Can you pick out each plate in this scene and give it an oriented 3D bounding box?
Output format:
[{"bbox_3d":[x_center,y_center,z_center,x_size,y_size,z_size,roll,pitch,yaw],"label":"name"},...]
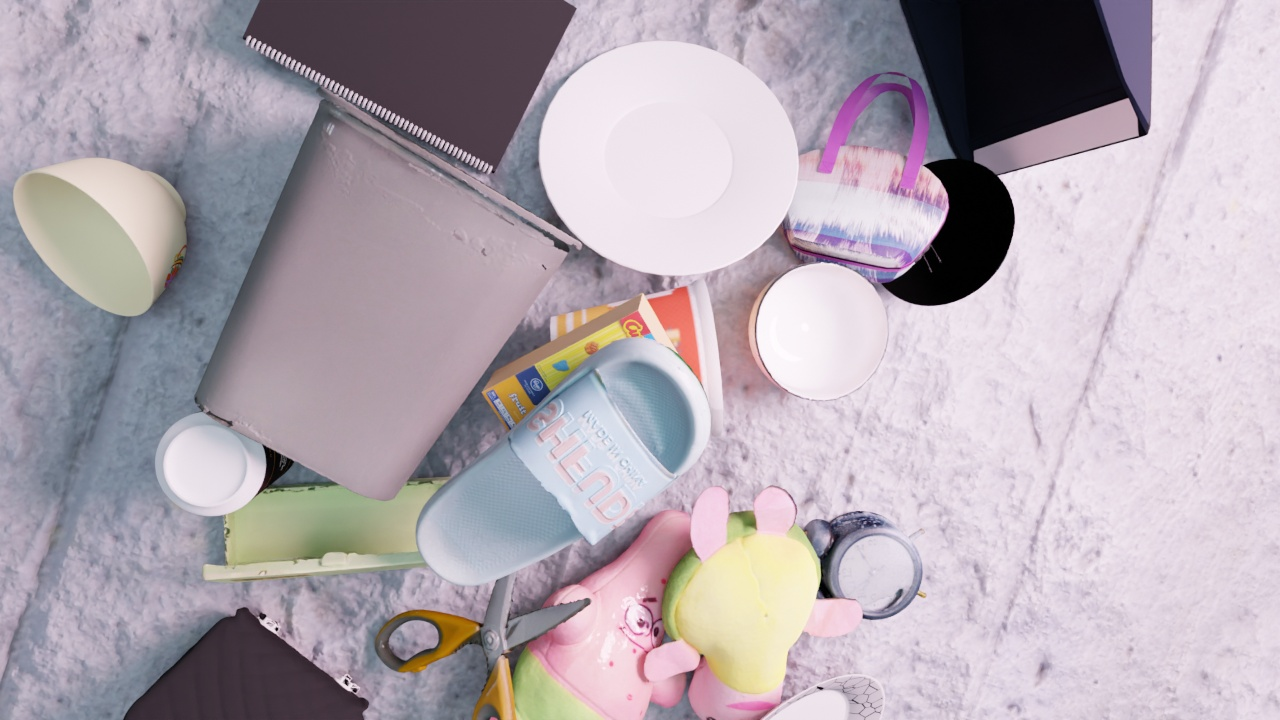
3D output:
[{"bbox_3d":[0.125,0.328,0.769,0.188,0.016,0.189,-17,128,-24],"label":"plate"},{"bbox_3d":[0.023,-0.164,0.740,0.208,0.015,0.208,1,74,-4],"label":"plate"}]

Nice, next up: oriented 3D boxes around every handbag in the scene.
[{"bbox_3d":[0.192,-0.158,0.763,0.145,0.068,0.169,15,80,17],"label":"handbag"},{"bbox_3d":[-0.302,0.280,0.723,0.153,0.115,0.124,40,64,-6],"label":"handbag"}]

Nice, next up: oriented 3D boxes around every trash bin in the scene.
[{"bbox_3d":[-0.183,-0.042,0.660,0.197,0.197,0.220,30,95,-11],"label":"trash bin"}]

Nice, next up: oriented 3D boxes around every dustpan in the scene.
[{"bbox_3d":[0.264,-0.284,0.680,0.080,0.236,0.273,-2,94,-7],"label":"dustpan"}]

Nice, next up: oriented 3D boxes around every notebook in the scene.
[{"bbox_3d":[-0.174,-0.258,0.707,0.206,0.016,0.149,26,95,-17],"label":"notebook"}]

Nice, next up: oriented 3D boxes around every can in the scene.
[{"bbox_3d":[-0.298,0.067,0.674,0.072,0.128,0.072,-1,93,-9],"label":"can"}]

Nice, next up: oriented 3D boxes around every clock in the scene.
[{"bbox_3d":[0.182,0.179,0.793,0.129,0.052,0.090,-4,94,-4],"label":"clock"}]

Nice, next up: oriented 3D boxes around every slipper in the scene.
[{"bbox_3d":[-0.056,0.084,0.615,0.246,0.074,0.104,-36,105,18],"label":"slipper"}]

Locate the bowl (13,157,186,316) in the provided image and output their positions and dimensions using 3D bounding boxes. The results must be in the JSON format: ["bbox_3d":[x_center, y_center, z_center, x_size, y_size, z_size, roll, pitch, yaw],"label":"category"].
[{"bbox_3d":[-0.380,-0.102,0.674,0.118,0.118,0.073,42,45,-9],"label":"bowl"}]

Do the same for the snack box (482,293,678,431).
[{"bbox_3d":[-0.033,0.024,0.652,0.126,0.040,0.088,-27,107,14],"label":"snack box"}]

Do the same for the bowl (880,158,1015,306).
[{"bbox_3d":[0.261,-0.101,0.772,0.052,0.124,0.124,13,92,-48],"label":"bowl"}]

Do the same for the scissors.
[{"bbox_3d":[-0.118,0.234,0.694,0.226,0.016,0.224,-24,73,29],"label":"scissors"}]

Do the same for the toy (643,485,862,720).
[{"bbox_3d":[0.084,0.205,0.741,0.190,0.088,0.238,-13,113,-19],"label":"toy"}]

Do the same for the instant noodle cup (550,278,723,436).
[{"bbox_3d":[-0.004,0.004,0.724,0.121,0.123,0.123,-7,95,-1],"label":"instant noodle cup"}]

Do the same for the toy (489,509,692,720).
[{"bbox_3d":[-0.021,0.226,0.745,0.236,0.097,0.192,-56,132,-14],"label":"toy"}]

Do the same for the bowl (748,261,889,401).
[{"bbox_3d":[0.142,-0.025,0.766,0.113,0.063,0.113,-1,94,-9],"label":"bowl"}]

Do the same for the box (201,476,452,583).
[{"bbox_3d":[-0.234,0.129,0.724,0.188,0.092,0.083,-2,70,-11],"label":"box"}]
